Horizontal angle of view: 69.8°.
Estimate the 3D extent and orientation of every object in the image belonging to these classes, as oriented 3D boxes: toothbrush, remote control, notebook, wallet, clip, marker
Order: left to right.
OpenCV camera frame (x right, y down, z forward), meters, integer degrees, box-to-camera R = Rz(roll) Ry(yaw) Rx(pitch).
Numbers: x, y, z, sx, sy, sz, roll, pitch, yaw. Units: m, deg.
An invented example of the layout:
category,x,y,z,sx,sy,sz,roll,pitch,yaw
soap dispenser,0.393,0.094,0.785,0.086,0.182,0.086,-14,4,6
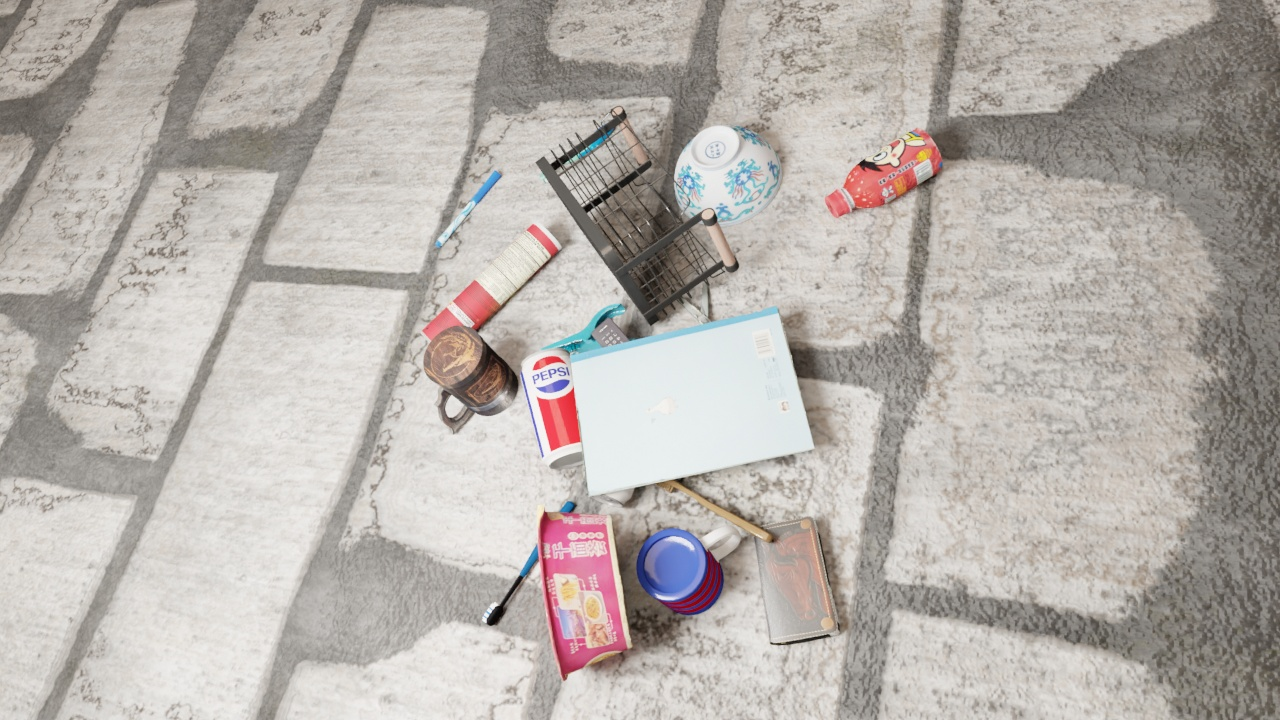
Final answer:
category,x,y,z,sx,sy,sz,roll,pitch,yaw
marker,-0.252,-0.221,1.338,0.013,0.013,0.141,32,79,30
toothbrush,-0.128,0.233,1.062,0.014,0.014,0.167,23,73,40
toothbrush,-0.089,-0.298,1.315,0.135,0.017,0.022,-38,57,-4
clip,-0.052,-0.009,1.150,0.130,0.031,0.121,-45,63,-5
remote control,-0.007,0.006,1.112,0.032,0.015,0.136,-41,73,3
notebook,0.051,0.044,1.035,0.253,0.009,0.180,-13,62,7
toothbrush,0.076,0.161,1.008,0.167,0.016,0.016,24,82,38
wallet,0.159,0.228,0.952,0.072,0.019,0.123,-15,61,14

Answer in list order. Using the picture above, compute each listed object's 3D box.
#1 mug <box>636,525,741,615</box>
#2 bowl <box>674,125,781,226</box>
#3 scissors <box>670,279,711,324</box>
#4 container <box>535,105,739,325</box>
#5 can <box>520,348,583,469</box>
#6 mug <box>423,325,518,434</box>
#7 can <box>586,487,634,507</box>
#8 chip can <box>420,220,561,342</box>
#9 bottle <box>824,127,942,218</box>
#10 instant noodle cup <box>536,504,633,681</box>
category,x,y,z,sx,sy,sz,roll,pitch,yaw
mug,0.057,0.212,0.966,0.112,0.076,0.075,-38,58,-1
bowl,0.104,-0.254,1.183,0.144,0.074,0.143,-9,62,17
scissors,0.072,-0.033,1.116,0.142,0.014,0.161,22,71,34
container,-0.005,-0.180,1.129,0.130,0.163,0.241,-35,54,1
can,-0.097,0.058,1.094,0.070,0.070,0.132,-21,69,10
mug,-0.220,0.029,1.144,0.080,0.107,0.115,36,81,31
can,-0.024,0.114,1.058,0.055,0.055,0.101,12,70,25
chip can,-0.200,-0.095,1.233,0.214,0.052,0.052,-45,58,-5
bottle,0.288,-0.219,1.104,0.137,0.062,0.062,-31,58,3
instant noodle cup,-0.055,0.235,0.954,0.077,0.179,0.178,-9,61,-2
